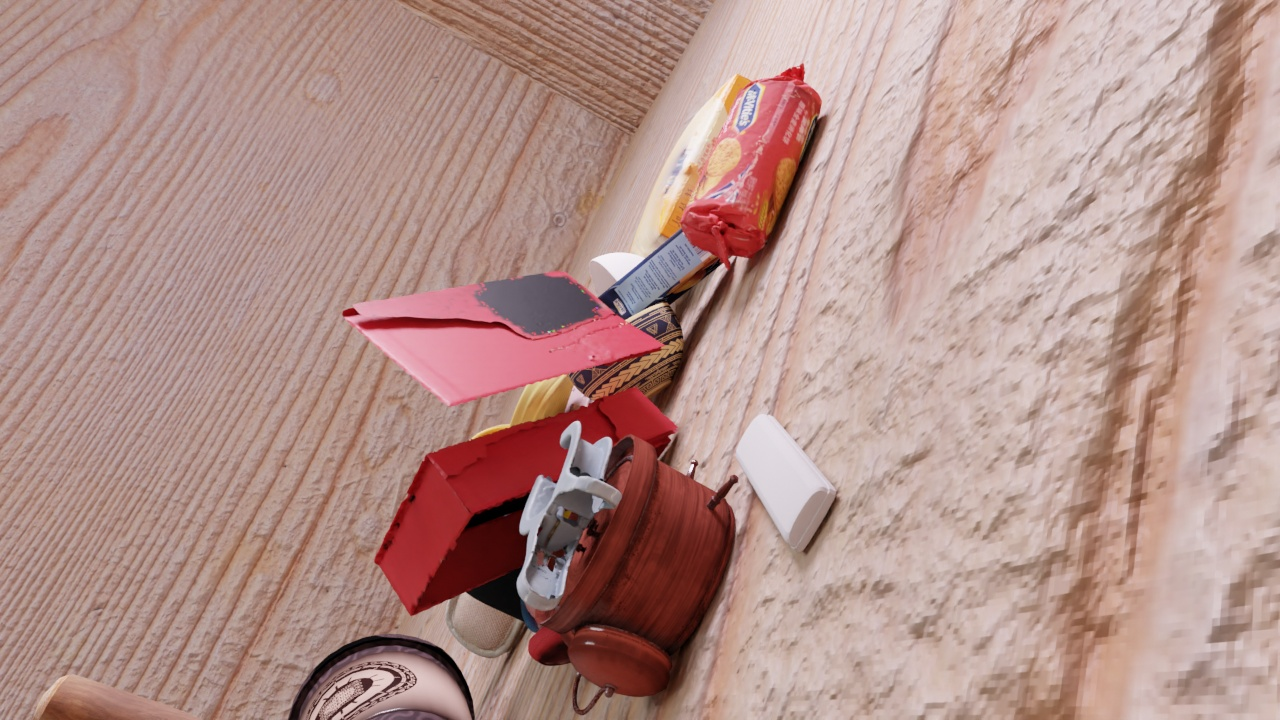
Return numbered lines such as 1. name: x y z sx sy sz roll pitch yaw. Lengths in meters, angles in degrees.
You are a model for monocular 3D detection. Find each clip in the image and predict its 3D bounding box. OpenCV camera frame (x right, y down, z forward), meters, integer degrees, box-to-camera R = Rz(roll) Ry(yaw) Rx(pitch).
1. clip: -0.051 0.095 0.528 0.112 0.028 0.163 -61 8 3

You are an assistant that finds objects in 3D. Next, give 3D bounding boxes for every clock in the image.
1. clock: -0.008 0.124 0.525 0.157 0.072 0.120 -63 10 -5

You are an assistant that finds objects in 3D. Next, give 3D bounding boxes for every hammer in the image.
1. hammer: -0.220 0.268 0.561 0.158 0.300 0.037 -59 10 20

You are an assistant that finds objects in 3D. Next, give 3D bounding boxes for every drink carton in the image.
1. drink carton: 0.020 -0.074 0.837 0.130 0.040 0.064 -38 -8 25

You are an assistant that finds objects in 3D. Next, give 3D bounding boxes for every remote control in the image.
1. remote control: 0.070 0.058 0.470 0.033 0.012 0.131 -61 9 8

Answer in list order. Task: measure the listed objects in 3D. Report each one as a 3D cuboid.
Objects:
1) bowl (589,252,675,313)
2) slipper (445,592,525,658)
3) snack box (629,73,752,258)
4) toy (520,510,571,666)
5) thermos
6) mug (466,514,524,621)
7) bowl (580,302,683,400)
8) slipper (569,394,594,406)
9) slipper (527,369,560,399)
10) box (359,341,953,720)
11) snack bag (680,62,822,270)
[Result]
1. bowl: -0.002 -0.065 0.950 0.050 0.114 0.115 -31 3 -14
2. slipper: -0.119 0.182 0.886 0.263 0.115 0.052 -63 -15 17
3. snack box: 0.061 -0.185 0.968 0.195 0.080 0.145 -65 9 -13
4. toy: -0.042 0.152 0.670 0.131 0.096 0.124 -110 39 -52
5. thermos: -0.214 0.339 0.784 0.172 0.172 0.226 -65 16 -12
6. mug: -0.095 0.164 0.806 0.121 0.094 0.085 -67 11 -22
7. bowl: -0.005 0.005 0.827 0.112 0.061 0.112 -33 -7 -5
8. slipper: -0.044 0.033 0.987 0.094 0.064 0.239 -64 8 -5
9. slipper: -0.148 0.099 0.965 0.264 0.078 0.099 -63 -9 29
10. box: -0.006 0.153 0.644 0.216 0.351 0.198 -16 -35 -48
11. snack bag: 0.091 -0.163 0.766 0.176 0.082 0.082 -65 10 -19
